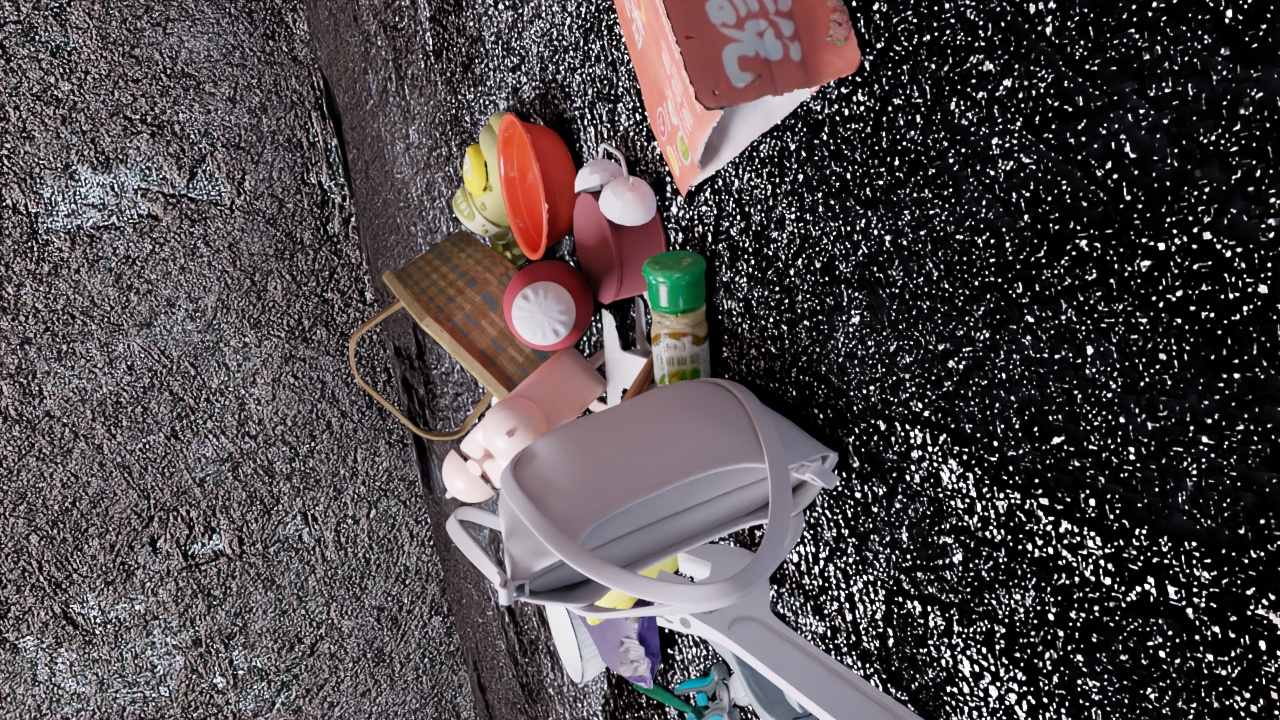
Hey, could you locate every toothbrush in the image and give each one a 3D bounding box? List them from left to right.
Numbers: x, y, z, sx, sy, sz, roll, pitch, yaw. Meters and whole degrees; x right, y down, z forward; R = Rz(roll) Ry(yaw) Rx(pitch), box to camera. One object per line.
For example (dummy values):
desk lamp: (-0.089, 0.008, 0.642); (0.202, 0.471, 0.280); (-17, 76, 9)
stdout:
toothbrush: (0.026, 0.336, 0.903); (0.190, 0.017, 0.016); (153, 102, -69)

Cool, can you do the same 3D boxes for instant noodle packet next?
instant noodle packet: (0.017, -0.187, 0.508); (0.221, 0.084, 0.164); (160, 91, -78)

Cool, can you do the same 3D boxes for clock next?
clock: (-0.085, 0.057, 0.781); (0.086, 0.160, 0.131); (52, 133, 5)
clock: (-0.016, -0.097, 0.679); (0.087, 0.044, 0.125); (-134, 35, -53)

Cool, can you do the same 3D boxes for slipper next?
slipper: (-0.155, -0.170, 0.947); (0.191, 0.081, 0.091); (101, 150, -55)

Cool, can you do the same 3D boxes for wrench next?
wrench: (0.100, 0.177, 0.551); (0.273, 0.086, 0.018); (22, 124, 53)

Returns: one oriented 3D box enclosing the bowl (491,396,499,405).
bowl: (-0.135, 0.061, 1.073); (0.114, 0.063, 0.113); (164, 90, -70)

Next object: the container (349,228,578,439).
container: (-0.194, -0.017, 0.949); (0.157, 0.186, 0.250); (48, 174, -29)

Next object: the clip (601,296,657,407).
clip: (-0.006, 0.005, 0.741); (0.053, 0.057, 0.102); (-91, -2, -58)

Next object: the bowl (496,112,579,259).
bowl: (-0.088, -0.158, 0.824); (0.131, 0.045, 0.130); (165, 90, -70)

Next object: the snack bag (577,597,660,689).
snack bag: (-0.038, 0.234, 0.944); (0.205, 0.058, 0.096); (-132, 34, -53)

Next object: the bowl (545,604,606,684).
bowl: (-0.060, 0.297, 1.037); (0.118, 0.062, 0.118); (165, 90, -69)

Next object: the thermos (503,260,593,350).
thermos: (-0.073, -0.044, 0.731); (0.240, 0.073, 0.073); (-122, 19, -83)

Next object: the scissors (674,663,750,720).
scissors: (0.060, 0.280, 0.765); (0.150, 0.019, 0.131); (-143, 54, -61)

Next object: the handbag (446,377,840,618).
handbag: (0.005, 0.092, 0.513); (0.222, 0.215, 0.095); (-139, 29, -72)

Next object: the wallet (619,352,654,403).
wallet: (-0.016, 0.042, 0.695); (0.013, 0.087, 0.121); (30, 134, -2)

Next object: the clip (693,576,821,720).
clip: (0.079, 0.193, 0.655); (0.163, 0.027, 0.106); (-149, 49, -61)

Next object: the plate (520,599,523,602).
plate: (-0.120, 0.179, 1.026); (0.174, 0.036, 0.174); (173, 92, -86)

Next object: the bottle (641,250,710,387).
bottle: (0.026, -0.017, 0.626); (0.043, 0.043, 0.111); (-138, 38, -57)

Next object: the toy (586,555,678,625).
toy: (-0.008, 0.144, 0.749); (0.208, 0.092, 0.133); (108, 178, -58)
